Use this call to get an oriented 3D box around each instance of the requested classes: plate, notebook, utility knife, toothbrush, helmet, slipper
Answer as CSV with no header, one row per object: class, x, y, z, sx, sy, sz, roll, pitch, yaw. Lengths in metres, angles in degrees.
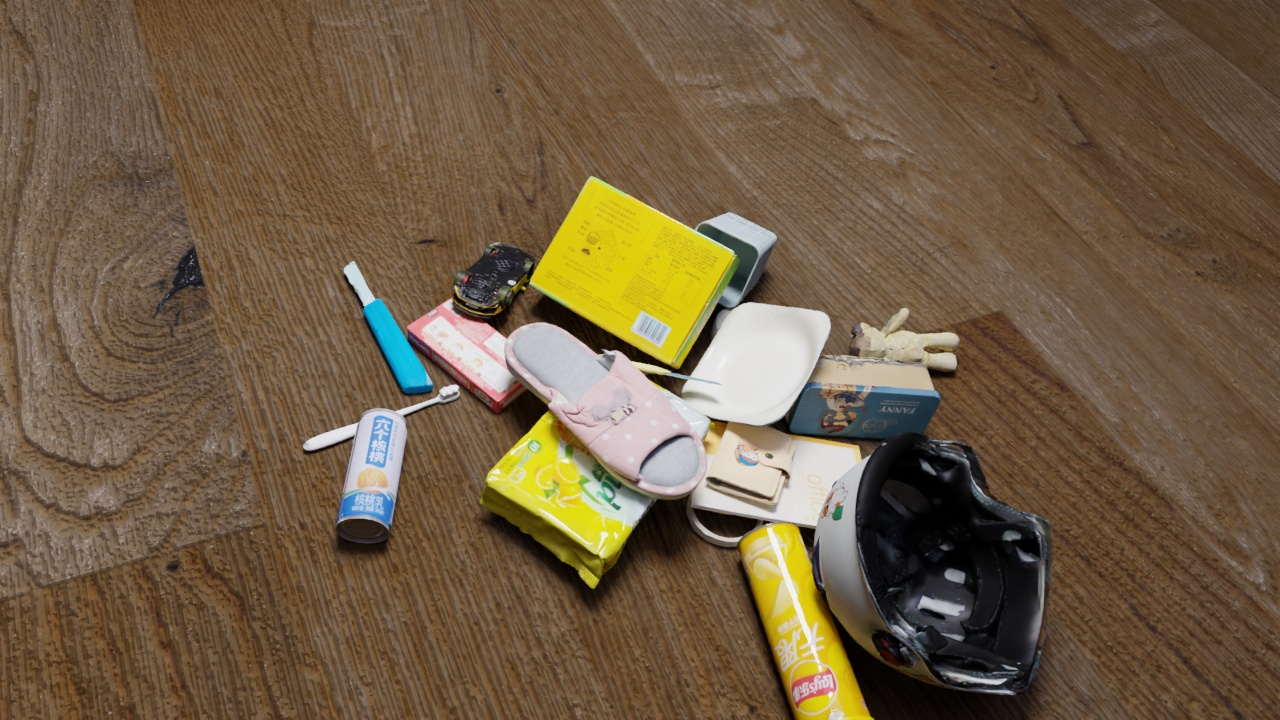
plate,0.140,0.009,1.077,0.164,0.034,0.164,12,64,47
notebook,0.157,0.130,1.040,0.206,0.010,0.145,10,37,-4
utility knife,-0.006,0.006,1.091,0.216,0.022,0.031,6,10,13
toothbrush,-0.283,0.063,1.014,0.179,0.016,0.016,-21,56,-26
helmet,0.269,0.205,0.906,0.274,0.157,0.229,33,57,-16
slipper,-0.039,0.041,0.969,0.114,0.055,0.274,-34,61,-32
utility knife,-0.307,-0.044,1.093,0.034,0.018,0.218,-22,60,-25

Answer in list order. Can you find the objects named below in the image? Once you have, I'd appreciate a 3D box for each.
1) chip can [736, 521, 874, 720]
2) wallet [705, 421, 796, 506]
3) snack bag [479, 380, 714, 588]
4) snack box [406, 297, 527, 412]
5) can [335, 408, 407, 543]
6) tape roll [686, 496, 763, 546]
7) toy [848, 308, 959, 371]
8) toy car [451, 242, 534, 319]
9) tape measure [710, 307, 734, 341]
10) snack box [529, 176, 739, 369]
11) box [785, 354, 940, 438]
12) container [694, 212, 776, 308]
chip can,0.159,0.269,0.906,0.072,0.072,0.213,-5,51,-16
wallet,0.128,0.111,1.028,0.087,0.024,0.114,21,36,8
snack bag,-0.043,0.111,0.990,0.158,0.068,0.245,30,53,16
snack box,-0.197,-0.009,1.085,0.153,0.026,0.075,36,54,17
can,-0.275,0.117,0.947,0.053,0.053,0.134,5,50,-8
tape roll,0.093,0.165,1.013,0.086,0.014,0.085,6,50,-7
toy,0.342,-0.015,1.189,0.157,0.066,0.105,3,93,-15
toy car,-0.180,-0.102,1.149,0.071,0.041,0.155,21,33,3
tape measure,0.124,-0.036,1.171,0.066,0.034,0.065,31,50,10
snack box,-0.006,-0.107,1.127,0.210,0.070,0.157,30,90,13
box,0.267,0.045,1.099,0.184,0.090,0.061,4,46,-4
container,0.118,-0.136,1.199,0.090,0.090,0.111,29,28,13
